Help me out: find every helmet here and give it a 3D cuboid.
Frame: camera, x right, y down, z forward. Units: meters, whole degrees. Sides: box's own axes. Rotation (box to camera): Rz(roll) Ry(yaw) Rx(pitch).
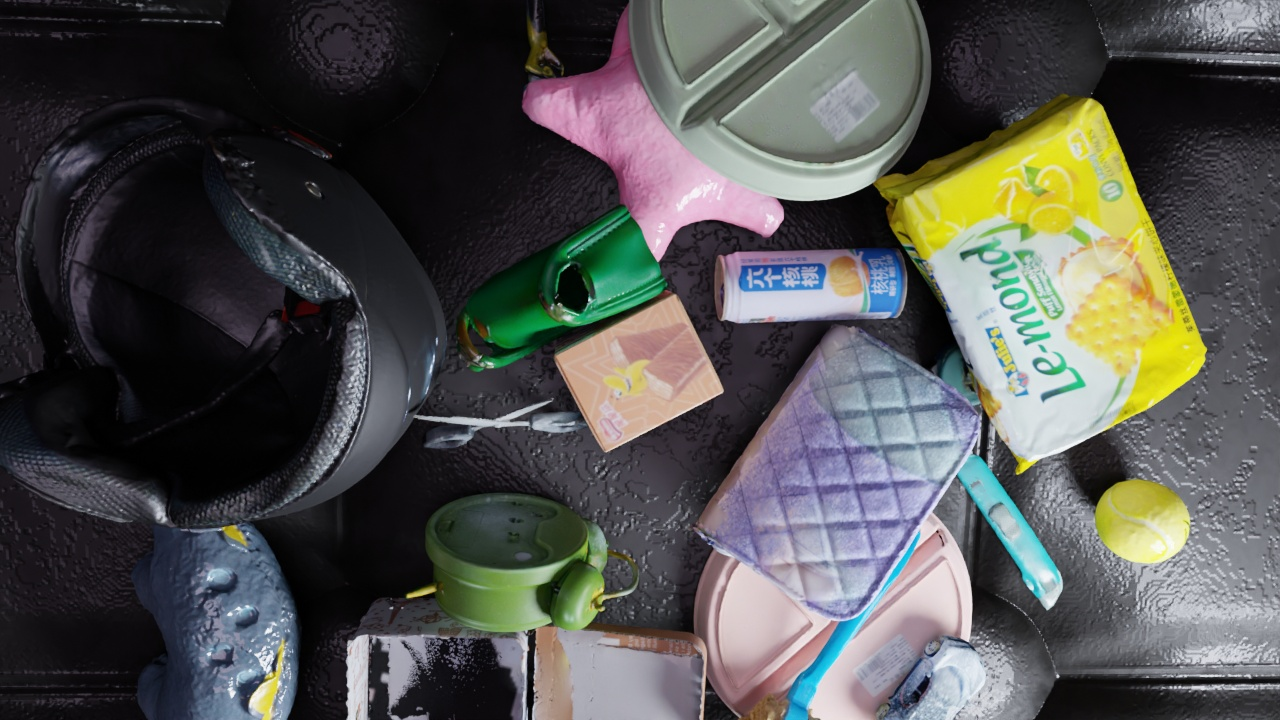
[{"bbox_3d":[-0.256,-0.029,0.580,0.234,0.230,0.274,-44,75,9],"label":"helmet"}]

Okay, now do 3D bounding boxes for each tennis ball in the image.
[{"bbox_3d":[0.392,0.126,0.718,0.065,0.065,0.065,0,97,-4],"label":"tennis ball"}]

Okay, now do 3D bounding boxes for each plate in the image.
[{"bbox_3d":[0.158,0.207,0.734,0.229,0.028,0.229,-1,97,-4],"label":"plate"},{"bbox_3d":[0.104,-0.223,0.633,0.230,0.028,0.230,3,78,-16],"label":"plate"}]

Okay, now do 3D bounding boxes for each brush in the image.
[{"bbox_3d":[0.140,0.235,0.699,0.083,0.046,0.255,29,95,1],"label":"brush"}]

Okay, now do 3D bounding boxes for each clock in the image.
[{"bbox_3d":[-0.081,0.147,0.668,0.161,0.116,0.056,6,108,-1],"label":"clock"}]

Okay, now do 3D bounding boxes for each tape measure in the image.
[{"bbox_3d":[0.255,0.011,0.716,0.058,0.025,0.054,-14,99,-3],"label":"tape measure"}]

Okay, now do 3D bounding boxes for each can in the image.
[{"bbox_3d":[0.125,-0.056,0.684,0.134,0.053,0.053,-2,97,-3],"label":"can"}]

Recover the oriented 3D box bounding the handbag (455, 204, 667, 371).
[{"bbox_3d":[-0.056,-0.044,0.630,0.119,0.132,0.068,-40,105,-43],"label":"handbag"}]

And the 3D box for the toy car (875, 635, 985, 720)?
[{"bbox_3d":[0.227,0.264,0.716,0.049,0.031,0.105,35,93,-8],"label":"toy car"}]

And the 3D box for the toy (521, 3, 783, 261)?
[{"bbox_3d":[0.033,-0.164,0.656,0.178,0.074,0.194,-38,101,-1],"label":"toy"}]

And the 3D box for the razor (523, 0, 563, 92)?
[{"bbox_3d":[-0.075,-0.251,0.663,0.042,0.022,0.143,-10,95,-29],"label":"razor"}]

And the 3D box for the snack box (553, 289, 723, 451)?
[{"bbox_3d":[-0.004,0.004,0.664,0.094,0.092,0.077,-27,98,-1],"label":"snack box"}]

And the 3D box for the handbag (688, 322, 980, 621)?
[{"bbox_3d":[0.145,0.084,0.674,0.134,0.075,0.193,35,83,11],"label":"handbag"}]

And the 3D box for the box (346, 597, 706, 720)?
[{"bbox_3d":[-0.084,0.280,0.696,0.262,0.088,0.178,2,97,-3],"label":"box"}]

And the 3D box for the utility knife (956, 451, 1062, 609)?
[{"bbox_3d":[0.287,0.121,0.738,0.029,0.013,0.193,-36,98,1],"label":"utility knife"}]

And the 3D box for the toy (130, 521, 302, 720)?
[{"bbox_3d":[-0.317,0.214,0.674,0.138,0.091,0.356,0,95,9],"label":"toy"}]

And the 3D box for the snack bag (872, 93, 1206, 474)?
[{"bbox_3d":[0.290,-0.056,0.665,0.158,0.068,0.246,-28,98,0],"label":"snack bag"}]

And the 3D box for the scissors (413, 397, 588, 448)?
[{"bbox_3d":[-0.094,0.044,0.642,0.159,0.177,0.014,-2,80,-32],"label":"scissors"}]
